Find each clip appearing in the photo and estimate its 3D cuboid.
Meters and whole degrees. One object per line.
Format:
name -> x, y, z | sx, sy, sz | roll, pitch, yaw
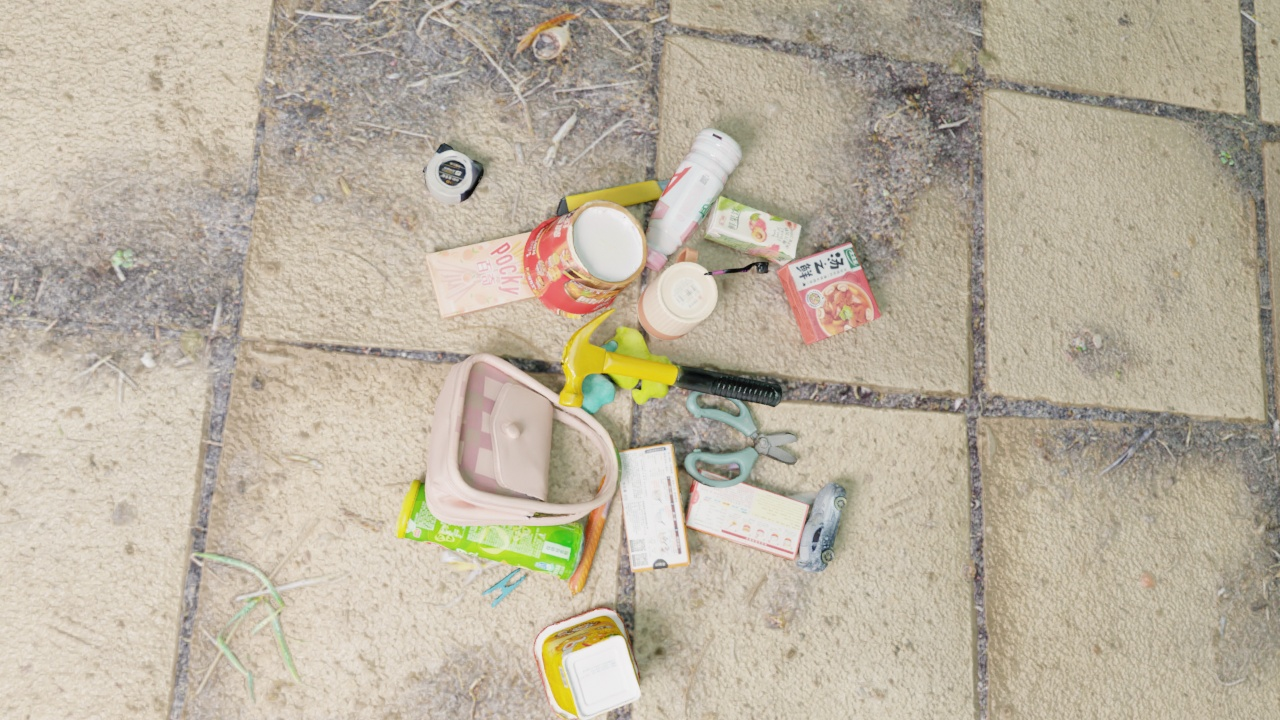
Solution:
clip -> -0.165, 0.276, 1.118 | 0.057, 0.014, 0.047 | -39, 89, -14

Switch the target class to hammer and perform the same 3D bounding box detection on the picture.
hammer -> 0.044, 0.018, 1.163 | 0.300, 0.033, 0.128 | 12, 83, -21

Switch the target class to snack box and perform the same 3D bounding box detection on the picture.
snack box -> 0.268, -0.096, 1.258 | 0.127, 0.044, 0.113 | -21, 86, -15
snack box -> -0.187, -0.110, 1.169 | 0.157, 0.026, 0.084 | -15, 85, -14
snack box -> 0.136, 0.200, 1.190 | 0.155, 0.027, 0.077 | 19, 77, -9
snack box -> 0.016, 0.185, 1.154 | 0.075, 0.026, 0.153 | -10, 82, 8

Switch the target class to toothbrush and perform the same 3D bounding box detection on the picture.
toothbrush -> 0.127, -0.115, 1.186 | 0.188, 0.014, 0.018 | -16, 101, -58

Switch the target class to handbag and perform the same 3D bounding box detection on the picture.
handbag -> -0.132, 0.109, 1.094 | 0.234, 0.094, 0.193 | 18, 51, -22

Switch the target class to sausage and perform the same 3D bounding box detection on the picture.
sausage -> -0.059, 0.216, 1.147 | 0.021, 0.021, 0.165 | 20, 77, -9

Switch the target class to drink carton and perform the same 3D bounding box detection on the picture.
drink carton -> 0.151, -0.174, 1.244 | 0.122, 0.046, 0.053 | 17, 72, -10

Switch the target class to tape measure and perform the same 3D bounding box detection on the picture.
tape measure -> -0.242, -0.235, 1.174 | 0.066, 0.034, 0.066 | 31, 74, -4

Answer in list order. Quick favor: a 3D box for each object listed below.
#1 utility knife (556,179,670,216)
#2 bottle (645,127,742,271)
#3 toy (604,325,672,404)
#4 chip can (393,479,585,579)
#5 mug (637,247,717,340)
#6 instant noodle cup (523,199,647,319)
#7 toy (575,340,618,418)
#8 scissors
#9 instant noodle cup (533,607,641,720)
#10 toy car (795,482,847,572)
utility knife -> -0.012, -0.220, 1.231 | 0.216, 0.015, 0.033 | -14, 102, -17
bottle -> 0.060, -0.210, 1.215 | 0.068, 0.068, 0.197 | 32, 85, -6
toy -> -0.007, 0.007, 1.188 | 0.100, 0.031, 0.096 | 12, 81, -11
chip can -> -0.176, 0.204, 1.097 | 0.221, 0.073, 0.072 | 17, 78, -9
mug -> 0.051, -0.090, 1.177 | 0.081, 0.106, 0.114 | 17, 78, -10
instant noodle cup -> -0.064, -0.132, 1.140 | 0.137, 0.109, 0.137 | 8, 74, -28
toy -> -0.062, 0.017, 1.166 | 0.097, 0.030, 0.092 | -30, 79, 15
scissors -> 0.126, 0.118, 1.191 | 0.177, 0.019, 0.170 | 29, 60, -7
instant noodle cup -> -0.056, 0.360, 1.072 | 0.116, 0.124, 0.116 | -17, 84, -15
toy car -> 0.235, 0.217, 1.195 | 0.037, 0.054, 0.120 | 22, 77, -10
